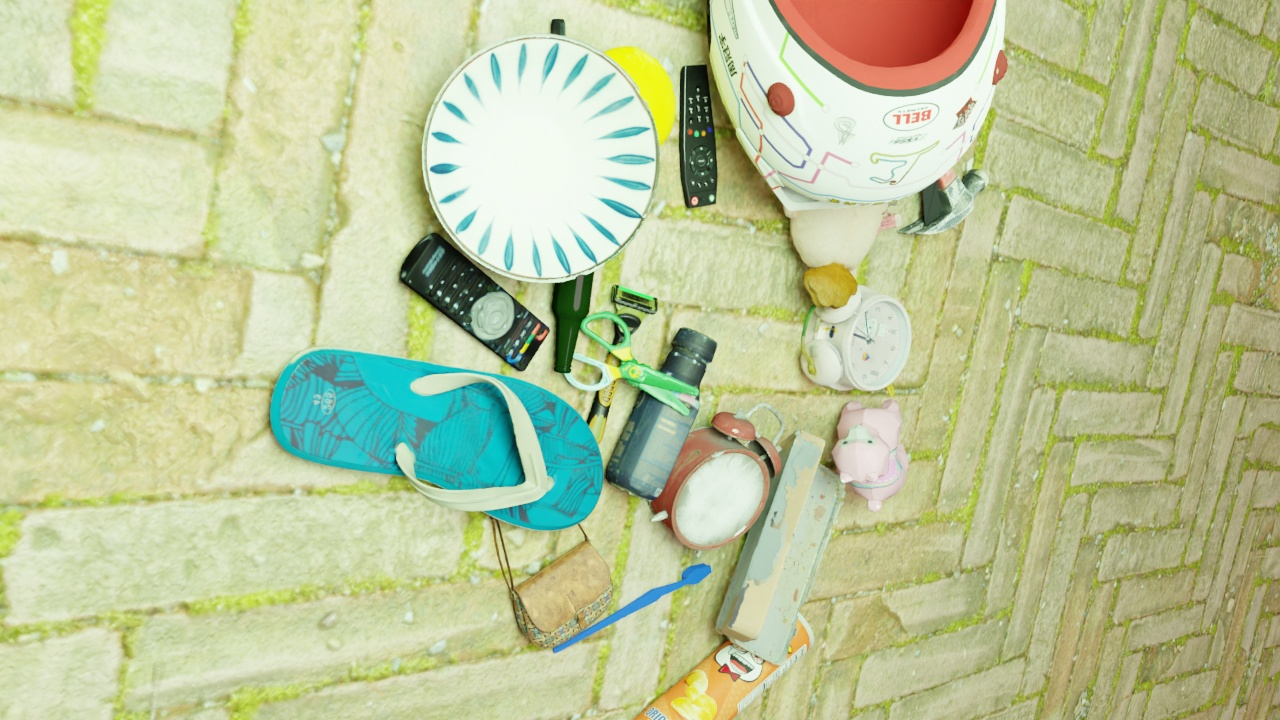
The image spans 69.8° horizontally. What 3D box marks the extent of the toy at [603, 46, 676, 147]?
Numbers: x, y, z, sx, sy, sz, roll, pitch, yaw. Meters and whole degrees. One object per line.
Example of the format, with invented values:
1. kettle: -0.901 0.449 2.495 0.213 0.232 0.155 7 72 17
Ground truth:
1. toy: -0.011 -0.212 0.763 0.094 0.041 0.095 -1 102 -32

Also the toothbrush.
1. toothbrush: -0.007 0.240 0.898 0.186 0.011 0.016 -20 112 -29

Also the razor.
1. razor: -0.025 0.007 0.818 0.044 0.021 0.144 17 90 -21

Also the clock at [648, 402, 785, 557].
1. clock: 0.076 0.105 0.888 0.156 0.062 0.110 -48 126 -2

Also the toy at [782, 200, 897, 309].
1. toy: 0.194 -0.136 0.913 0.132 0.076 0.176 12 86 -21

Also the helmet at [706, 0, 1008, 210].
1. helmet: 0.170 -0.282 0.765 0.231 0.236 0.314 -9 87 -3

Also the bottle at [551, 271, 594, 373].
1. bottle: -0.058 -0.050 0.771 0.033 0.033 0.123 2 100 -38

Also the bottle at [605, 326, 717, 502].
1. bottle: 0.022 0.048 0.841 0.056 0.056 0.160 29 83 -38

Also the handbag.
1. handbag: -0.084 0.157 0.801 0.093 0.043 0.196 -30 114 -29

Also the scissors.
1. scissors: -0.010 0.019 0.801 0.132 0.013 0.078 39 88 -8

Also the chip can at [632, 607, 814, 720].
1. chip can: 0.088 0.337 0.957 0.209 0.062 0.062 -31 118 -28

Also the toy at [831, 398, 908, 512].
1. toy: 0.245 0.102 0.980 0.157 0.067 0.123 -52 133 -59

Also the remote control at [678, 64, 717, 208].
1. remote control: 0.051 -0.202 0.831 0.039 0.010 0.125 -16 110 -34

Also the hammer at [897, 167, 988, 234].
1. hammer: 0.290 -0.282 0.981 0.140 0.036 0.326 -44 123 -23

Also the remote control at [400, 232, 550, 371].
1. remote control: -0.129 -0.044 0.728 0.140 0.021 0.045 42 76 -41

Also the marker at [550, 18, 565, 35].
1. marker: -0.064 -0.209 0.737 0.015 0.018 0.123 -10 107 -34

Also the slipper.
1. slipper: -0.134 0.060 0.715 0.294 0.060 0.118 21 76 -36

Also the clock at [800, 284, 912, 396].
1. clock: 0.223 -0.025 0.975 0.157 0.059 0.117 13 93 -38

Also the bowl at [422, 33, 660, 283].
1. bowl: -0.079 -0.152 0.695 0.177 0.071 0.177 -5 106 -19

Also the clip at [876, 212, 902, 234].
1. clip: 0.254 -0.150 1.000 0.059 0.039 0.023 -13 105 -30

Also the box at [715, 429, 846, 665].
1. box: 0.155 0.193 0.936 0.094 0.121 0.216 22 69 4
